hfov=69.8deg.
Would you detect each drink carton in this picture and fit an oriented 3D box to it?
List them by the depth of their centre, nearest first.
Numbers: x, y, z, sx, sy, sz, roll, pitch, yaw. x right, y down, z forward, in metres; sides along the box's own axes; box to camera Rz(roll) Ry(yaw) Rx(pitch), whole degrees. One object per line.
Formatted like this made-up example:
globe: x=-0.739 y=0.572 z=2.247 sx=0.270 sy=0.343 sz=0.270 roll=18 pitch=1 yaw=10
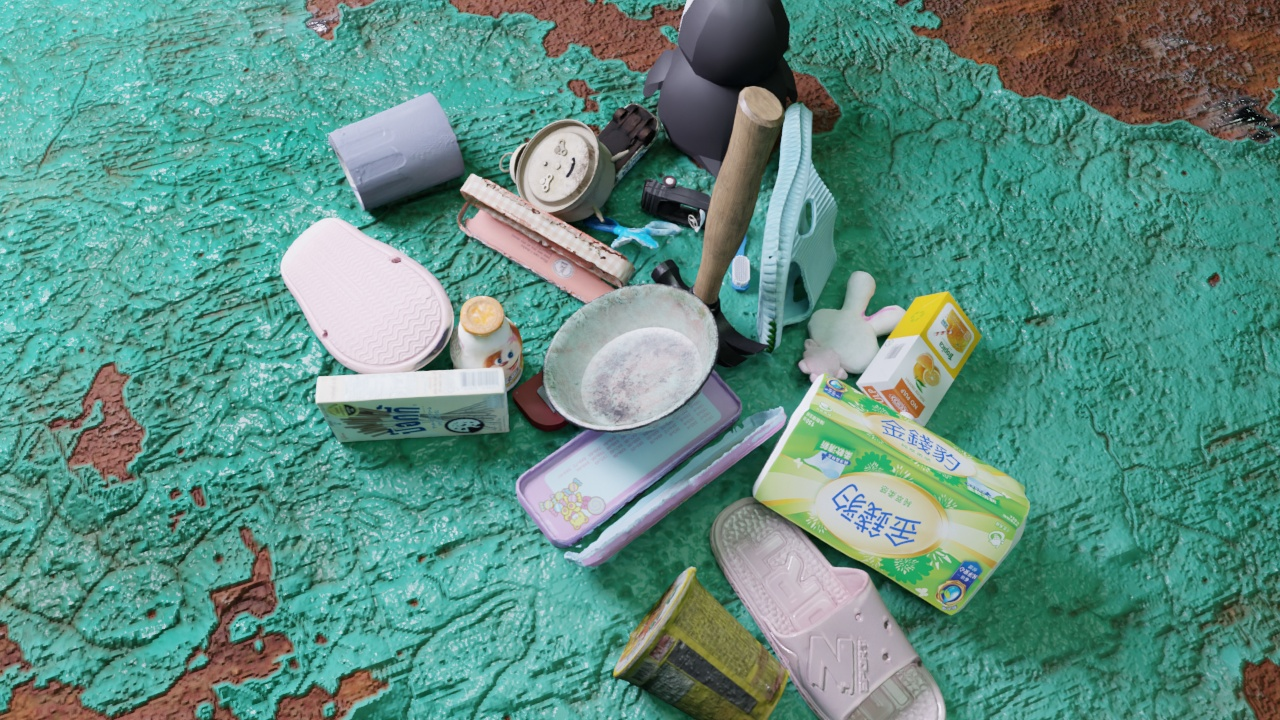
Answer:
drink carton: x=0.254 y=0.002 z=0.840 sx=0.058 sy=0.040 sz=0.122 roll=48 pitch=66 yaw=-17

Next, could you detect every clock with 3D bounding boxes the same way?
clock: x=-0.082 y=-0.183 z=0.895 sx=0.141 sy=0.054 sz=0.093 roll=18 pitch=86 yaw=32

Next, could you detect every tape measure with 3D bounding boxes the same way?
tape measure: x=-0.078 y=0.033 z=0.820 sx=0.058 sy=0.019 sz=0.051 roll=-35 pitch=72 yaw=-20

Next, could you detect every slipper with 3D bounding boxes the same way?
slipper: x=0.146 y=0.206 z=0.732 sx=0.094 sy=0.064 sz=0.239 roll=-33 pitch=70 yaw=-19
slipper: x=-0.246 y=-0.056 z=0.810 sx=0.222 sy=0.056 sz=0.106 roll=36 pitch=81 yaw=33
slipper: x=0.155 y=-0.134 z=0.873 sx=0.069 sy=0.116 sz=0.275 roll=5 pitch=59 yaw=12

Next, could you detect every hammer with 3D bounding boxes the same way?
hammer: x=0.070 y=-0.098 z=0.736 sx=0.040 sy=0.306 sz=0.132 roll=-30 pitch=71 yaw=-18

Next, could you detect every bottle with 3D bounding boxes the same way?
bottle: x=-0.133 y=-0.014 z=0.788 sx=0.063 sy=0.109 sz=0.063 roll=2 pitch=64 yaw=-5

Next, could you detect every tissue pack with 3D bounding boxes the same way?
tissue pack: x=0.213 y=0.095 z=0.776 sx=0.197 sy=0.120 sz=0.141 roll=36 pitch=30 yaw=6

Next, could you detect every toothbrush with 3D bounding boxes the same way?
toothbrush: x=0.100 y=-0.144 z=0.925 sx=0.016 sy=0.014 sz=0.166 roll=4 pitch=63 yaw=-3

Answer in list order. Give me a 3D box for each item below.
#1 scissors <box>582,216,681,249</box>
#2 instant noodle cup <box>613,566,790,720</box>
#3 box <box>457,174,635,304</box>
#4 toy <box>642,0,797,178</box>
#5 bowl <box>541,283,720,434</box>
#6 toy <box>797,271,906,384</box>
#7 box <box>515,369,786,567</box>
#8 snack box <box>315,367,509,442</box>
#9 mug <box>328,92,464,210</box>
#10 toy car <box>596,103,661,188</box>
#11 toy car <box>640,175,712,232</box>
scissors: x=-0.018 y=-0.120 z=0.862 sx=0.113 sy=0.013 sz=0.140 roll=10 pitch=21 yaw=13
instant noodle cup: x=0.050 y=0.230 z=0.700 sx=0.108 sy=0.102 sz=0.102 roll=37 pitch=66 yaw=3
box: x=-0.093 y=-0.110 z=0.860 sx=0.187 sy=0.077 sz=0.054 roll=30 pitch=31 yaw=11
toy: x=0.086 y=-0.285 z=0.895 sx=0.159 sy=0.184 sz=0.140 roll=2 pitch=63 yaw=-3
bowl: x=-0.005 y=0.005 z=0.791 sx=0.158 sy=0.038 sz=0.157 roll=-11 pitch=50 yaw=13
toy: x=0.193 y=-0.022 z=0.860 sx=0.076 sy=0.037 sz=0.125 roll=41 pitch=70 yaw=5
box: x=0.011 y=0.089 z=0.777 sx=0.213 sy=0.062 sz=0.140 roll=-34 pitch=37 yaw=-19
snack box: x=-0.187 y=0.038 z=0.773 sx=0.150 sy=0.082 sz=0.026 roll=-2 pitch=63 yaw=-7
mug: x=-0.243 y=-0.211 z=0.898 sx=0.104 sy=0.084 sz=0.124 roll=-26 pitch=45 yaw=-15
toy car: x=-0.027 y=-0.211 z=0.935 sx=0.048 sy=0.040 sz=0.112 roll=41 pitch=85 yaw=14
toy car: x=0.045 y=-0.151 z=0.907 sx=0.092 sy=0.040 sz=0.037 roll=17 pitch=64 yaw=1
